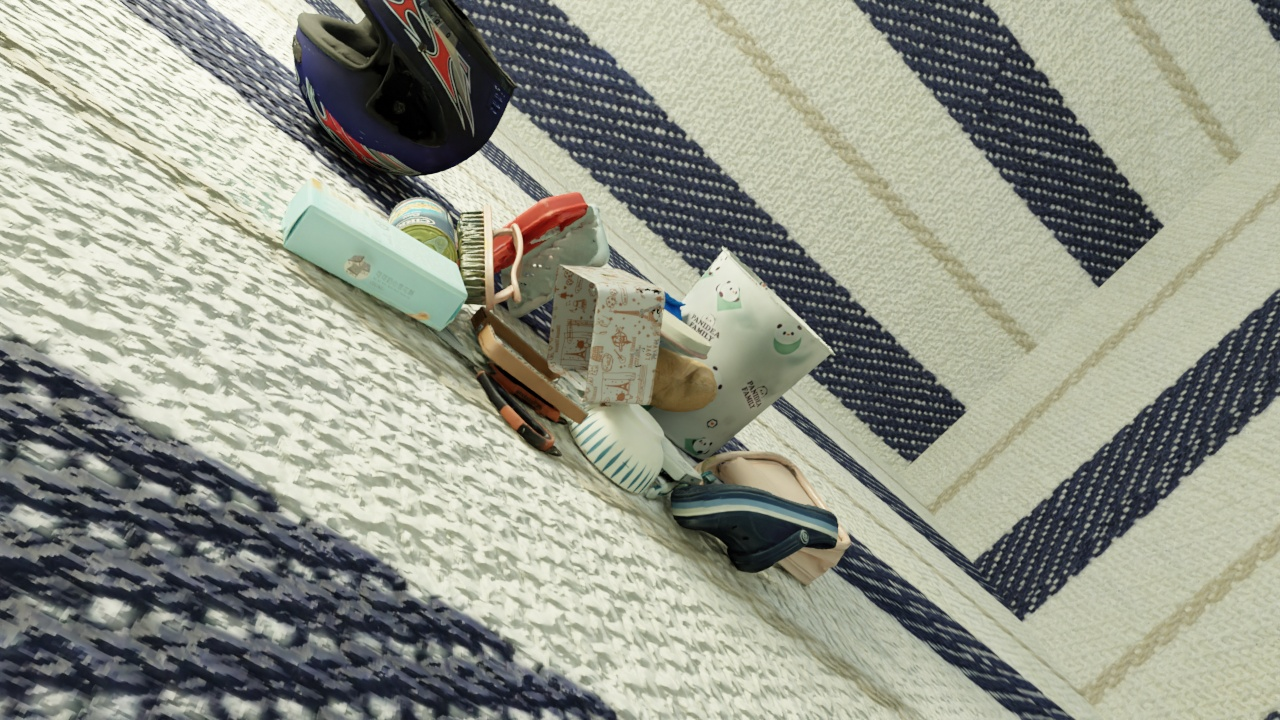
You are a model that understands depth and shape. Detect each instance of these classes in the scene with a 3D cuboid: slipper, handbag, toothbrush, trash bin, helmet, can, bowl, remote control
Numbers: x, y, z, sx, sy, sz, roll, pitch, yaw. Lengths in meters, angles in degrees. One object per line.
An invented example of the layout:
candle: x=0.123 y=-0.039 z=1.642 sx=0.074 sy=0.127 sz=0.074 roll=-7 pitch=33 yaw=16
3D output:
slipper: x=-0.030 y=-0.070 z=1.195 sx=0.274 sy=0.054 sz=0.114 roll=33 pitch=9 yaw=16
handbag: x=0.157 y=0.198 z=1.245 sx=0.234 sy=0.093 sz=0.193 roll=23 pitch=22 yaw=-42
toothbrush: x=0.051 y=0.150 z=1.102 sx=0.018 sy=0.016 sz=0.191 roll=47 pitch=19 yaw=18
trash bin: x=0.120 y=-0.003 z=1.377 sx=0.229 sy=0.252 sz=0.229 roll=42 pitch=11 yaw=-11
helmet: x=-0.331 y=-0.388 z=1.201 sx=0.315 sy=0.240 sz=0.247 roll=50 pitch=6 yaw=-38
slipper: x=0.132 y=0.203 z=1.077 sx=0.252 sy=0.105 sz=0.095 roll=17 pitch=68 yaw=-36
can: x=-0.241 y=-0.129 z=1.004 sx=0.075 sy=0.075 sz=0.111 roll=38 pitch=11 yaw=-26
bowl: x=-0.017 y=0.086 z=1.025 sx=0.116 sy=0.066 sz=0.116 roll=42 pitch=11 yaw=-10
remote control: x=0.021 y=0.103 z=1.096 sx=0.125 sy=0.024 sz=0.049 roll=44 pitch=9 yaw=30

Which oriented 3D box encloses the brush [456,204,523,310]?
brush: x=-0.164 y=-0.108 z=1.009 sx=0.073 sy=0.063 sz=0.145 roll=-1 pitch=40 yaw=-11

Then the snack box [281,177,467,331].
snack box: x=-0.253 y=-0.100 z=0.880 sx=0.174 sy=0.052 sz=0.074 roll=31 pitch=16 yaw=-32

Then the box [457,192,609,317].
box: x=-0.128 y=-0.121 z=1.130 sx=0.095 sy=0.202 sz=0.101 roll=-24 pitch=89 yaw=-47

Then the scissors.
scissors: x=-0.151 y=0.017 z=0.936 sx=0.225 sy=0.015 sz=0.189 roll=34 pitch=14 yaw=-39

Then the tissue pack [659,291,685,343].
tissue pack: x=-0.015 y=-0.043 z=1.300 sx=0.095 sy=0.157 sz=0.052 roll=23 pitch=30 yaw=-53

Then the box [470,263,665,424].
box: x=-0.096 y=-0.025 z=1.004 sx=0.184 sy=0.154 sz=0.183 roll=5 pitch=11 yaw=-20

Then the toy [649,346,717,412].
toy: x=-0.007 y=0.007 z=1.211 sx=0.226 sy=0.082 sz=0.144 roll=22 pitch=-16 yaw=-23

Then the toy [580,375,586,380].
toy: x=-0.035 y=0.054 z=1.176 sx=0.100 sy=0.031 sz=0.096 roll=43 pitch=3 yaw=35

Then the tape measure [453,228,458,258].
tape measure: x=-0.257 y=-0.158 z=1.174 sx=0.065 sy=0.034 sz=0.066 roll=37 pitch=12 yaw=-24

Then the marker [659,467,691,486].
marker: x=0.019 y=0.126 z=1.133 sx=0.132 sy=0.020 sz=0.022 roll=36 pitch=-2 yaw=-32
